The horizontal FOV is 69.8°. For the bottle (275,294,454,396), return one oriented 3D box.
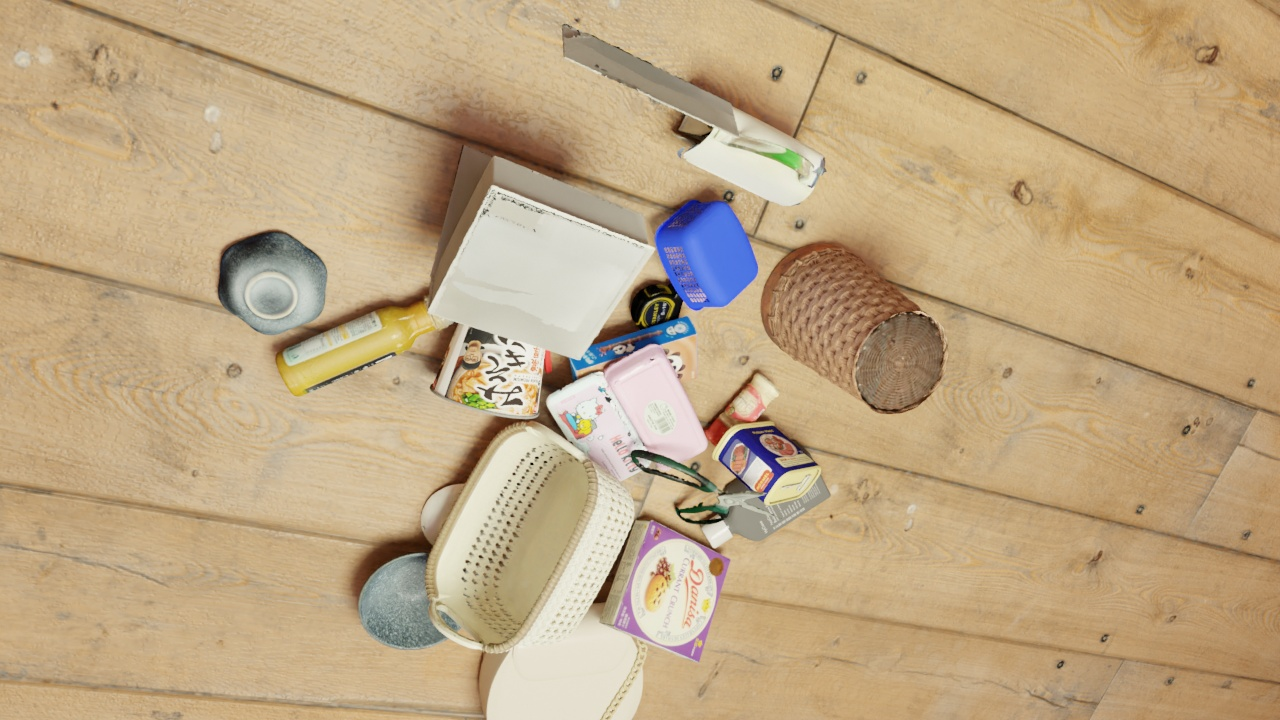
[{"bbox_3d":[-0.294,-0.021,0.991,0.186,0.053,0.053,-24,117,-8],"label":"bottle"}]

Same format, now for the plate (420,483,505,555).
[{"bbox_3d":[-0.214,0.200,1.113,0.104,0.026,0.104,-3,115,-7],"label":"plate"}]

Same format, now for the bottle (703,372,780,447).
[{"bbox_3d":[0.130,0.067,1.175,0.044,0.044,0.109,39,95,-27],"label":"bottle"}]

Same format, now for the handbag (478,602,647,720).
[{"bbox_3d":[-0.102,0.428,1.211,0.210,0.103,0.209,0,107,-20],"label":"handbag"}]

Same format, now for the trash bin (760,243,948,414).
[{"bbox_3d":[0.252,-0.041,1.077,0.151,0.210,0.151,-7,112,-17],"label":"trash bin"}]

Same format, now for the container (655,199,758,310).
[{"bbox_3d":[0.080,-0.121,1.052,0.096,0.058,0.114,-43,118,-27],"label":"container"}]

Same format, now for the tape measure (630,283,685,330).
[{"bbox_3d":[0.018,-0.062,1.088,0.061,0.034,0.062,-3,126,-25],"label":"tape measure"}]

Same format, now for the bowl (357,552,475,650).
[{"bbox_3d":[-0.273,0.279,1.117,0.137,0.057,0.137,-6,113,-16],"label":"bowl"}]

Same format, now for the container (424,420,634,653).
[{"bbox_3d":[-0.121,0.205,1.043,0.142,0.185,0.246,31,87,-51],"label":"container"}]

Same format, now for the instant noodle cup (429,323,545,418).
[{"bbox_3d":[-0.156,-0.013,1.011,0.123,0.124,0.122,13,97,-23],"label":"instant noodle cup"}]

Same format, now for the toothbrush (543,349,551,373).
[{"bbox_3d":[-0.108,-0.085,1.049,0.018,0.012,0.213,-9,114,-15],"label":"toothbrush"}]

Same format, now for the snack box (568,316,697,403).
[{"bbox_3d":[-0.006,0.006,1.089,0.151,0.034,0.087,-17,142,-10],"label":"snack box"}]

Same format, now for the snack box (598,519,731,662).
[{"bbox_3d":[0.035,0.302,1.203,0.148,0.041,0.143,30,69,-26],"label":"snack box"}]

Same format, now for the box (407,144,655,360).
[{"bbox_3d":[-0.139,-0.151,1.012,0.167,0.422,0.174,19,106,-24],"label":"box"}]

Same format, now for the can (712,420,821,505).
[{"bbox_3d":[0.161,0.128,1.148,0.116,0.092,0.057,0,126,-52],"label":"can"}]

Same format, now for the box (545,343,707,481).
[{"bbox_3d":[-0.010,0.076,1.098,0.152,0.038,0.201,-29,136,-1],"label":"box"}]

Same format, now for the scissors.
[{"bbox_3d":[0.065,0.158,1.129,0.202,0.202,0.015,34,59,-19],"label":"scissors"}]

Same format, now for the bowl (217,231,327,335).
[{"bbox_3d":[-0.377,-0.073,0.941,0.110,0.055,0.110,-7,113,-17],"label":"bowl"}]

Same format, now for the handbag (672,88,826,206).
[{"bbox_3d":[0.124,-0.217,0.981,0.151,0.176,0.074,20,105,-25],"label":"handbag"}]

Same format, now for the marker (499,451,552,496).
[{"bbox_3d":[-0.151,0.150,1.130,0.139,0.016,0.022,-45,132,4],"label":"marker"}]

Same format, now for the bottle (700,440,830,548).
[{"bbox_3d":[0.161,0.191,1.233,0.174,0.046,0.084,-33,118,-4],"label":"bottle"}]
